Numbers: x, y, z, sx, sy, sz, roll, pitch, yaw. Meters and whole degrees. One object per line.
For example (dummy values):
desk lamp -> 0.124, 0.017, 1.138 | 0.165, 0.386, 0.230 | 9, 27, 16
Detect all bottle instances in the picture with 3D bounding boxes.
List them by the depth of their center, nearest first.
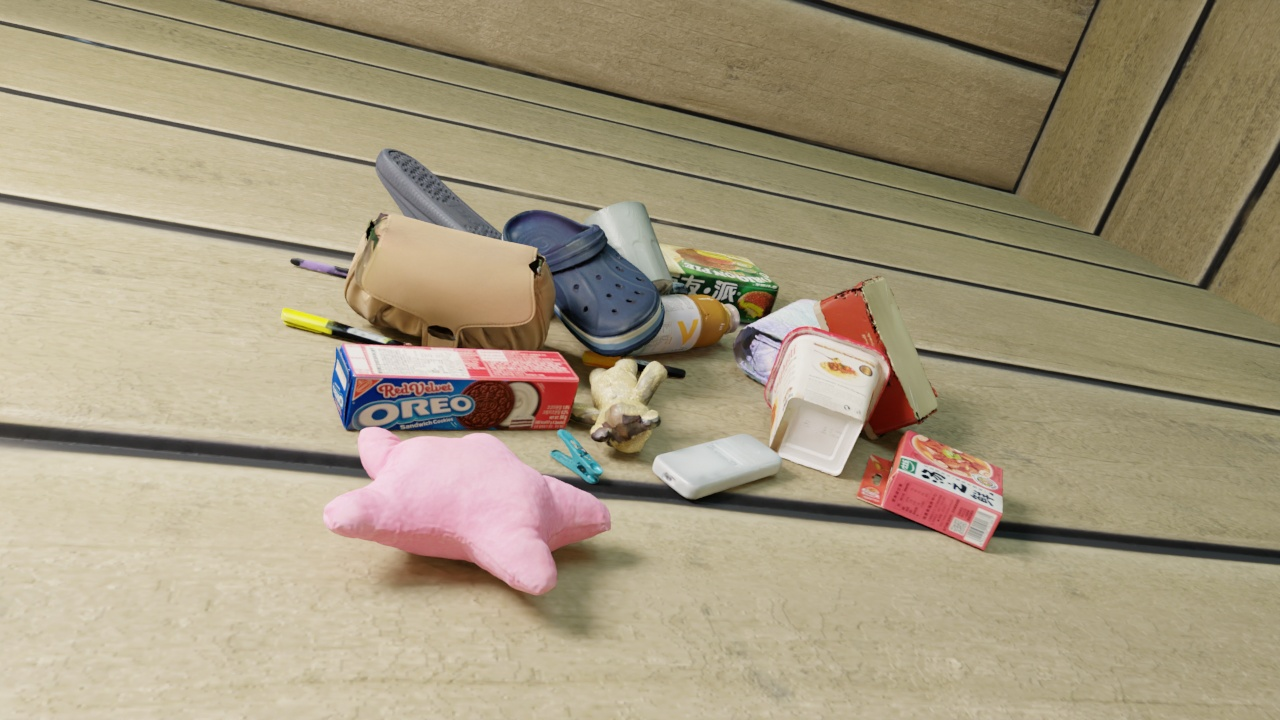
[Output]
bottle -> 0.044, -0.045, 1.088 | 0.189, 0.068, 0.068 | -7, 32, -43

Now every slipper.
slipper -> -0.064, -0.104, 0.986 | 0.105, 0.095, 0.253 | -31, 49, -20
slipper -> -0.223, -0.138, 1.094 | 0.268, 0.083, 0.110 | 44, 16, 1

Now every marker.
marker -> -0.288, -0.027, 0.896 | 0.124, 0.015, 0.018 | 16, 24, -8
marker -> -0.006, 0.006, 1.011 | 0.123, 0.015, 0.018 | 9, 25, -23

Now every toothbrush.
toothbrush -> -0.298, -0.092, 1.035 | 0.189, 0.014, 0.016 | 13, 16, -9

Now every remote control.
remote control -> 0.073, 0.097, 0.847 | 0.135, 0.020, 0.056 | -9, 33, -45

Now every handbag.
handbag -> -0.186, -0.066, 0.901 | 0.204, 0.148, 0.099 | 12, 60, -6
handbag -> 0.209, -0.016, 1.126 | 0.134, 0.076, 0.193 | 28, 25, 20

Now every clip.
clip -> -0.054, 0.084, 0.788 | 0.055, 0.038, 0.013 | 36, 31, 25

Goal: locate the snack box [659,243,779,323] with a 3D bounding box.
snack box -> 0.059, -0.111, 1.257 | 0.239, 0.063, 0.114 | 6, 25, -25

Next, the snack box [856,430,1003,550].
snack box -> 0.289, 0.120, 0.908 | 0.127, 0.044, 0.113 | 22, 23, 13

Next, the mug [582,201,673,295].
mug -> -0.025, -0.113, 1.091 | 0.083, 0.124, 0.103 | -10, 71, -38

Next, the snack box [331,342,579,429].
snack box -> -0.161, 0.024, 0.809 | 0.207, 0.057, 0.058 | 3, 29, -30

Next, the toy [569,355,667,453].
toy -> -0.021, 0.038, 0.880 | 0.105, 0.066, 0.157 | -19, 22, 1

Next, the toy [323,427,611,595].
toy -> -0.114, 0.097, 0.655 | 0.194, 0.075, 0.178 | 17, 20, -7

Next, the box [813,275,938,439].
box -> 0.272, -0.007, 1.025 | 0.091, 0.079, 0.168 | -19, 86, -54

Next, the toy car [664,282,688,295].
toy car -> 0.009, -0.082, 1.136 | 0.106, 0.031, 0.049 | -10, -7, 24

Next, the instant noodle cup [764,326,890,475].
instant noodle cup -> 0.186, 0.044, 0.943 | 0.117, 0.117, 0.124 | 19, 35, 6
